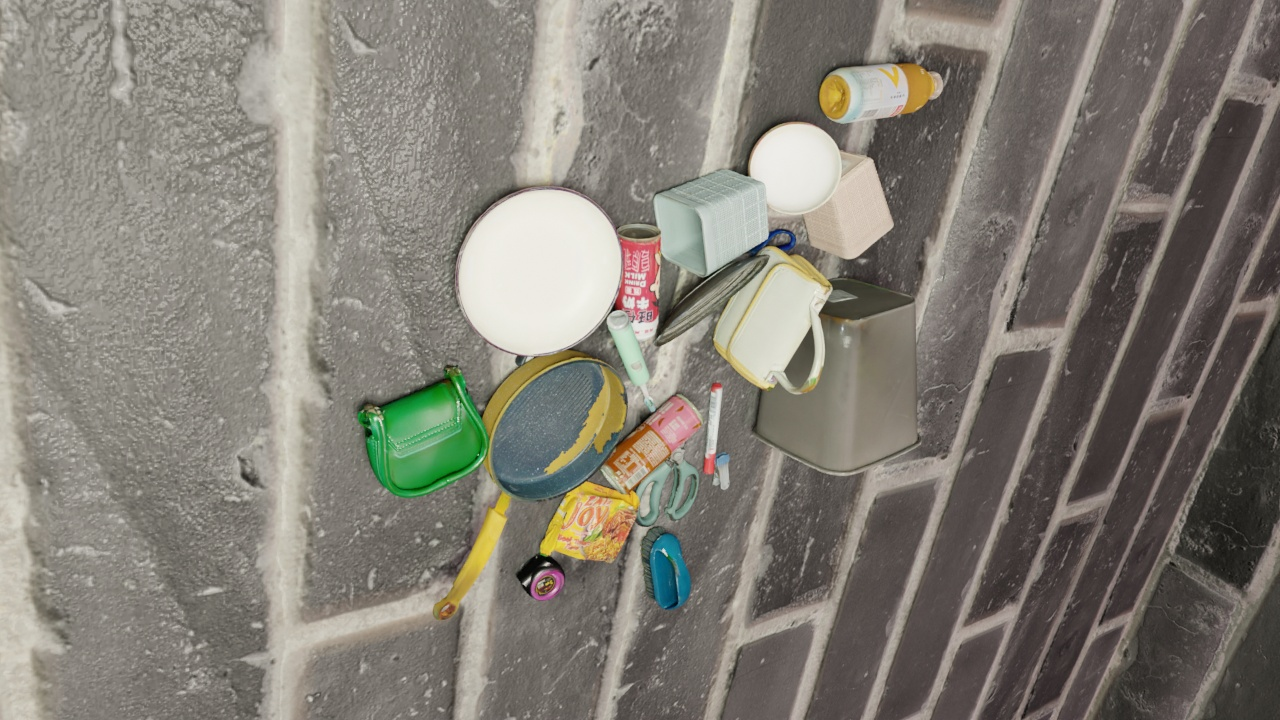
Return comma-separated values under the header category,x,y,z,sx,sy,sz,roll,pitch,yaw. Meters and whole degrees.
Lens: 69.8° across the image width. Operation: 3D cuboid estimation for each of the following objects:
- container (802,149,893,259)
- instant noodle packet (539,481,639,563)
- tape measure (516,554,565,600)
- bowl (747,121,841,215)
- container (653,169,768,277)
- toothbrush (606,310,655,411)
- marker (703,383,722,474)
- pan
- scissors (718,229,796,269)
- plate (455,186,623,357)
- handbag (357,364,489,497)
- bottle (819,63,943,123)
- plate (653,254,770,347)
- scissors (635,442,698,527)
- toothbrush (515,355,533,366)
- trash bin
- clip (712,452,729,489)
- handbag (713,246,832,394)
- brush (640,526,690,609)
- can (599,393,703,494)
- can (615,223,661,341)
category,x,y,z,sx,sy,sz,roll,pitch,yaw
container,0.268,-0.212,1.222,0.090,0.090,0.111,-39,128,-14
instant noodle packet,-0.067,0.218,1.231,0.128,0.044,0.111,19,97,-42
tape measure,-0.132,0.288,1.221,0.057,0.039,0.058,-42,128,-11
bowl,0.192,-0.238,1.151,0.113,0.113,0.062,-63,176,8
container,0.090,-0.170,1.105,0.111,0.090,0.090,-29,129,-26
toothbrush,-0.007,0.007,1.133,0.026,0.027,0.225,-25,149,-3
marker,0.104,0.099,1.314,0.017,0.017,0.145,-15,122,-31
pan,-0.144,0.149,1.098,0.357,0.078,0.197,-51,138,-3
scissors,0.141,-0.143,1.213,0.172,0.012,0.133,26,98,-42
plate,-0.113,-0.099,1.008,0.192,0.039,0.193,-11,116,-23
handbag,-0.237,0.078,1.003,0.131,0.068,0.120,-26,126,-25
bottle,0.318,-0.351,1.195,0.189,0.068,0.068,-16,122,-31
plate,0.084,-0.080,1.135,0.179,0.024,0.179,-36,173,-5
scissors,0.033,0.161,1.292,0.142,0.019,0.180,-16,124,-30
toothbrush,-0.101,-0.074,1.060,0.018,0.016,0.181,14,106,-48
trash bin,0.280,0.013,1.296,0.198,0.199,0.220,-16,116,-33
clip,0.120,0.164,1.364,0.025,0.032,0.057,-19,117,-32
handbag,0.180,-0.042,1.176,0.063,0.178,0.164,12,116,-36
brush,0.043,0.312,1.346,0.055,0.073,0.144,-28,128,-29
can,0.014,0.111,1.223,0.147,0.058,0.058,-41,132,-13
can,-0.004,-0.092,1.099,0.053,0.053,0.133,-17,123,-30
